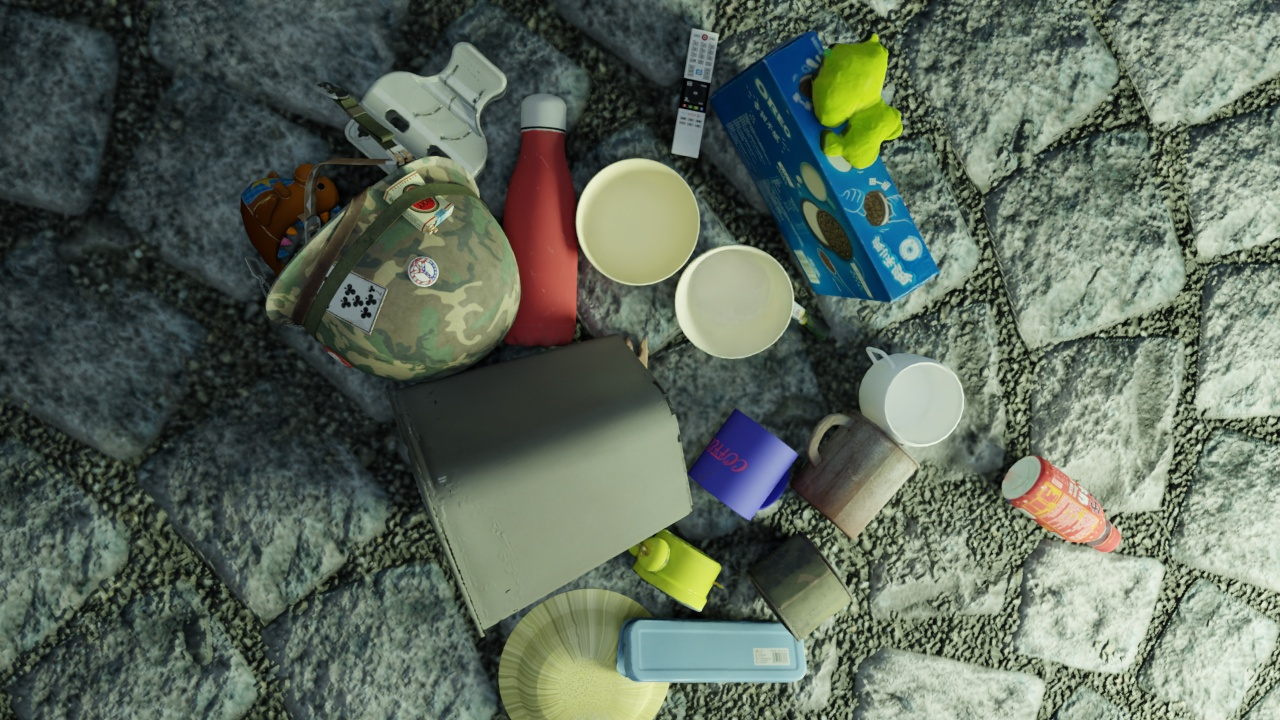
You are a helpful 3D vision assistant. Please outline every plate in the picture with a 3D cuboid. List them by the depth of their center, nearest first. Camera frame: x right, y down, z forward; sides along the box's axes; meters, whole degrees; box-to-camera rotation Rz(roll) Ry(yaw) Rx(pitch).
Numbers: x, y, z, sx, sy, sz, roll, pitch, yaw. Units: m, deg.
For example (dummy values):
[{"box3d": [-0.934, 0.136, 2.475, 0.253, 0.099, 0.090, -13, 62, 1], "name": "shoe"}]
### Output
[{"box3d": [-0.055, 0.336, 0.963, 0.184, 0.036, 0.184, -1, 97, -9], "name": "plate"}]

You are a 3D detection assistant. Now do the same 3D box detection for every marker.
[{"box3d": [0.139, -0.070, 0.957, 0.146, 0.017, 0.017, 36, 90, -11], "name": "marker"}]

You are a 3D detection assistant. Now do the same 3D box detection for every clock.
[{"box3d": [0.027, 0.208, 0.939, 0.119, 0.083, 0.057, 33, 85, -14], "name": "clock"}]

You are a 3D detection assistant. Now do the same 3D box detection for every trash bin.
[{"box3d": [-0.088, 0.096, 0.844, 0.220, 0.197, 0.198, -21, 126, -13], "name": "trash bin"}]

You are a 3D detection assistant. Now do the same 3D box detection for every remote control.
[{"box3d": [0.054, -0.268, 0.924, 0.028, 0.012, 0.124, 9, 95, -10], "name": "remote control"}]

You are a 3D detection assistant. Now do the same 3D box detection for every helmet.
[{"box3d": [-0.224, -0.091, 0.798, 0.223, 0.193, 0.236, -15, 67, -44], "name": "helmet"}]

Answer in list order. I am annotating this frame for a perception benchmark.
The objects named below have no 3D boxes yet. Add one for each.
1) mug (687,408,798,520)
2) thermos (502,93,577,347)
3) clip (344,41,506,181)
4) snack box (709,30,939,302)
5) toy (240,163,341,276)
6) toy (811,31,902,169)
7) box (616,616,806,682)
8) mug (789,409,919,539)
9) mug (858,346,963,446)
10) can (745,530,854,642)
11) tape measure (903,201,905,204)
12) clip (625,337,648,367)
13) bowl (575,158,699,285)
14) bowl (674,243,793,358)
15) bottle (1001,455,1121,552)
[{"box3d": [0.114, 0.114, 0.950, 0.111, 0.079, 0.083, 37, 90, -39], "name": "mug"}, {"box3d": [-0.096, -0.134, 0.884, 0.073, 0.073, 0.240, 1, 96, -9], "name": "thermos"}, {"box3d": [-0.189, -0.228, 0.862, 0.125, 0.089, 0.151, 41, 99, -14], "name": "clip"}, {"box3d": [0.163, -0.171, 0.859, 0.056, 0.195, 0.239, -31, 100, -4], "name": "snack box"}, {"box3d": [-0.326, -0.131, 0.870, 0.090, 0.070, 0.103, -20, 122, -19], "name": "toy"}, {"box3d": [0.173, -0.210, 0.739, 0.093, 0.036, 0.094, 39, 94, -17], "name": "toy"}, {"box3d": [0.074, 0.307, 0.972, 0.209, 0.052, 0.067, 8, 66, -22], "name": "box"}, {"box3d": [0.211, 0.110, 0.948, 0.123, 0.096, 0.110, 41, 85, -25], "name": "mug"}, {"box3d": [0.277, 0.032, 0.964, 0.094, 0.068, 0.115, -39, 101, -3], "name": "mug"}, {"box3d": [0.165, 0.236, 0.959, 0.074, 0.090, 0.090, -37, 100, -4], "name": "can"}, {"box3d": [0.240, -0.154, 0.939, 0.059, 0.068, 0.030, 11, 96, 15], "name": "tape measure"}, {"box3d": [-0.002, 0.005, 0.942, 0.049, 0.026, 0.061, -33, 93, -8], "name": "clip"}, {"box3d": [-0.008, -0.134, 0.898, 0.118, 0.074, 0.118, -1, 97, -9], "name": "bowl"}, {"box3d": [0.092, -0.066, 0.917, 0.115, 0.062, 0.115, 1, 111, 3], "name": "bowl"}, {"box3d": [0.471, 0.165, 1.015, 0.137, 0.062, 0.062, 34, 90, -12], "name": "bottle"}]
